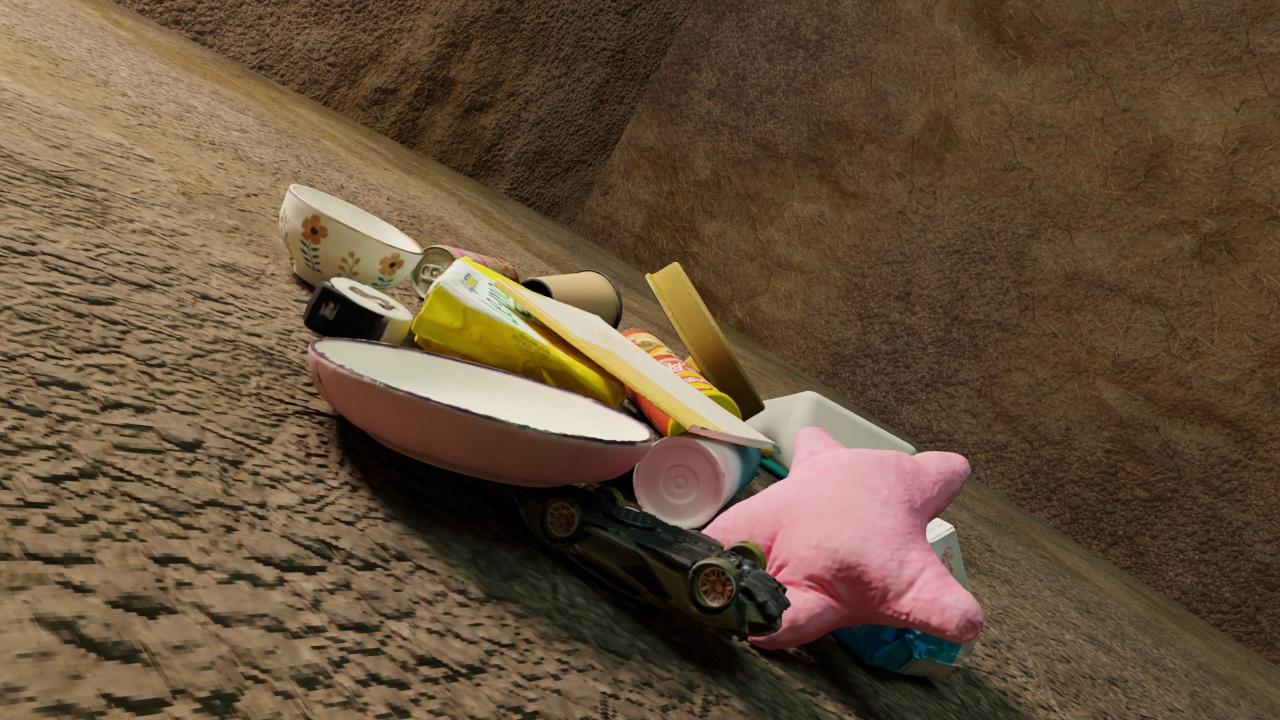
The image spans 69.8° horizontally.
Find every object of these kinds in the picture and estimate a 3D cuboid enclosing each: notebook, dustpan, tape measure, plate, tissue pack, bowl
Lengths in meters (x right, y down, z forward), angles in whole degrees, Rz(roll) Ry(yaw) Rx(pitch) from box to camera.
[{"bbox_3d":[-0.004,0.004,0.707,0.206,0.010,0.145,36,9,31],"label":"notebook"},{"bbox_3d":[0.223,0.143,1.148,0.222,0.142,0.258,29,-21,-9],"label":"dustpan"},{"bbox_3d":[-0.194,-0.031,0.642,0.066,0.033,0.065,28,10,-9],"label":"tape measure"},{"bbox_3d":[-0.089,0.032,0.506,0.192,0.039,0.192,16,3,-1],"label":"plate"},{"bbox_3d":[0.157,0.154,0.628,0.090,0.063,0.140,24,10,-37],"label":"tissue pack"},{"bbox_3d":[-0.238,-0.087,0.734,0.113,0.062,0.113,29,7,-4],"label":"bowl"}]

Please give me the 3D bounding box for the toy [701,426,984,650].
[{"bbox_3d":[0.115,0.103,0.570,0.179,0.075,0.194,-6,31,18],"label":"toy"}]

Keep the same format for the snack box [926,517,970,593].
[{"bbox_3d":[0.192,0.143,0.716,0.157,0.026,0.085,27,-41,66],"label":"snack box"}]

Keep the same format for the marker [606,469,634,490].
[{"bbox_3d":[-0.063,0.055,0.640,0.130,0.018,0.023,29,-13,-7],"label":"marker"}]

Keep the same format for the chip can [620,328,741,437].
[{"bbox_3d":[0.027,0.029,0.922,0.073,0.073,0.216,26,9,-25],"label":"chip can"}]

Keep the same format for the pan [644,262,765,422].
[{"bbox_3d":[0.068,-0.002,1.087,0.197,0.078,0.357,60,5,8],"label":"pan"}]

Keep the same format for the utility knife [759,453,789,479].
[{"bbox_3d":[0.124,0.102,1.031,0.160,0.013,0.029,33,14,23],"label":"utility knife"}]

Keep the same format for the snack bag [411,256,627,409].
[{"bbox_3d":[-0.098,-0.011,0.733,0.158,0.068,0.246,30,6,-11],"label":"snack bag"}]

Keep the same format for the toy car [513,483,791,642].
[{"bbox_3d":[0.003,0.100,0.483,0.158,0.042,0.070,21,5,22],"label":"toy car"}]

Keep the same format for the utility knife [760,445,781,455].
[{"bbox_3d":[0.097,0.082,0.995,0.173,0.015,0.033,16,23,-38],"label":"utility knife"}]

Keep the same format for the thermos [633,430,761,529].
[{"bbox_3d":[0.051,0.081,0.716,0.070,0.070,0.220,32,8,12],"label":"thermos"}]

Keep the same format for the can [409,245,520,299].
[{"bbox_3d":[-0.177,-0.083,0.943,0.058,0.058,0.147,32,8,13],"label":"can"}]

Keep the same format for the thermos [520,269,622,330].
[{"bbox_3d":[-0.086,-0.063,1.067,0.093,0.093,0.143,33,16,24],"label":"thermos"}]
